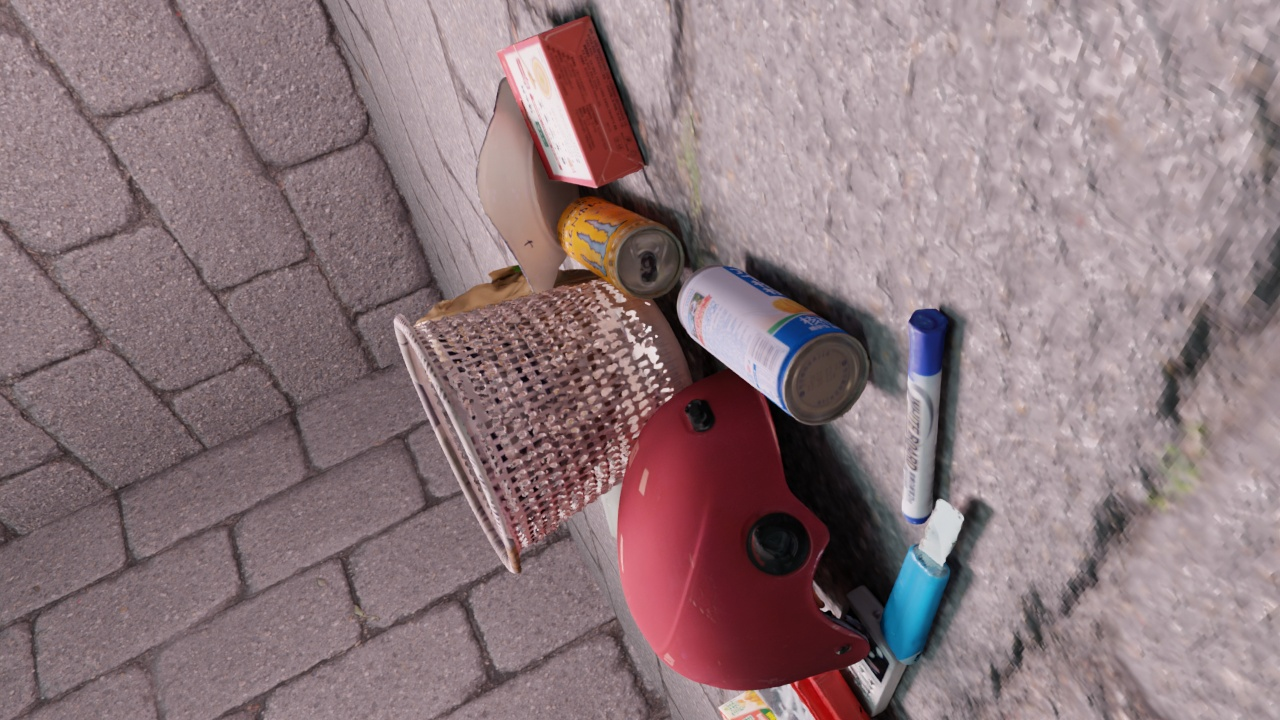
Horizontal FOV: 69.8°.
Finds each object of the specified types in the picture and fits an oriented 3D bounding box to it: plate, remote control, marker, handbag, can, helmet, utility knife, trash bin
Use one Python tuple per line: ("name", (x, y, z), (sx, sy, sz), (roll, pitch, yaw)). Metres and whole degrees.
("plate", (-0.089, -0.153, 0.815), (0.164, 0.034, 0.163), (63, -153, -49))
("remote control", (0.168, 0.220, 0.684), (0.058, 0.021, 0.150), (55, 165, 33))
("marker", (0.137, 0.033, 0.448), (0.017, 0.017, 0.146), (52, 163, 44))
("handbag", (-0.121, -0.041, 0.927), (0.148, 0.204, 0.100), (-113, 9, -89))
("can", (0.071, -0.014, 0.534), (0.134, 0.053, 0.053), (43, 156, 57))
("helmet", (0.050, 0.128, 0.663), (0.207, 0.144, 0.240), (-136, 26, -79))
("can", (-0.019, -0.092, 0.729), (0.146, 0.058, 0.058), (39, 152, 62))
("utility knife", (0.162, 0.130, 0.530), (0.034, 0.018, 0.208), (57, 167, 33))
("trash bin", (-0.070, 0.031, 0.759), (0.227, 0.192, 0.228), (55, 161, 29))

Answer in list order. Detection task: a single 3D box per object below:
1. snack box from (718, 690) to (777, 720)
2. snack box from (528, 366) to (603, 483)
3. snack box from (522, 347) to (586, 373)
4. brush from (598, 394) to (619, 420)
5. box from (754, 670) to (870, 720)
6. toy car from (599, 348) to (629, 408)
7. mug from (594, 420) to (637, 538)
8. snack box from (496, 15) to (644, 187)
("snack box", (0.145, 0.389, 0.982), (0.027, 0.077, 0.156), (65, 167, -4))
("snack box", (-0.064, 0.067, 1.096), (0.126, 0.113, 0.053), (68, 168, -16))
("snack box", (-0.094, 0.038, 1.207), (0.094, 0.092, 0.077), (49, 161, 48))
("brush", (-0.008, 0.100, 1.053), (0.073, 0.063, 0.145), (-7, 108, 66))
("box", (0.165, 0.324, 0.783), (0.201, 0.049, 0.161), (56, 160, -9))
("toy car", (-0.005, 0.005, 0.897), (0.070, 0.042, 0.158), (62, 154, 5))
("mug", (0.010, 0.125, 0.923), (0.124, 0.083, 0.103), (14, 124, 45))
("snack box", (-0.055, -0.195, 0.703), (0.127, 0.044, 0.113), (32, 147, 65))
